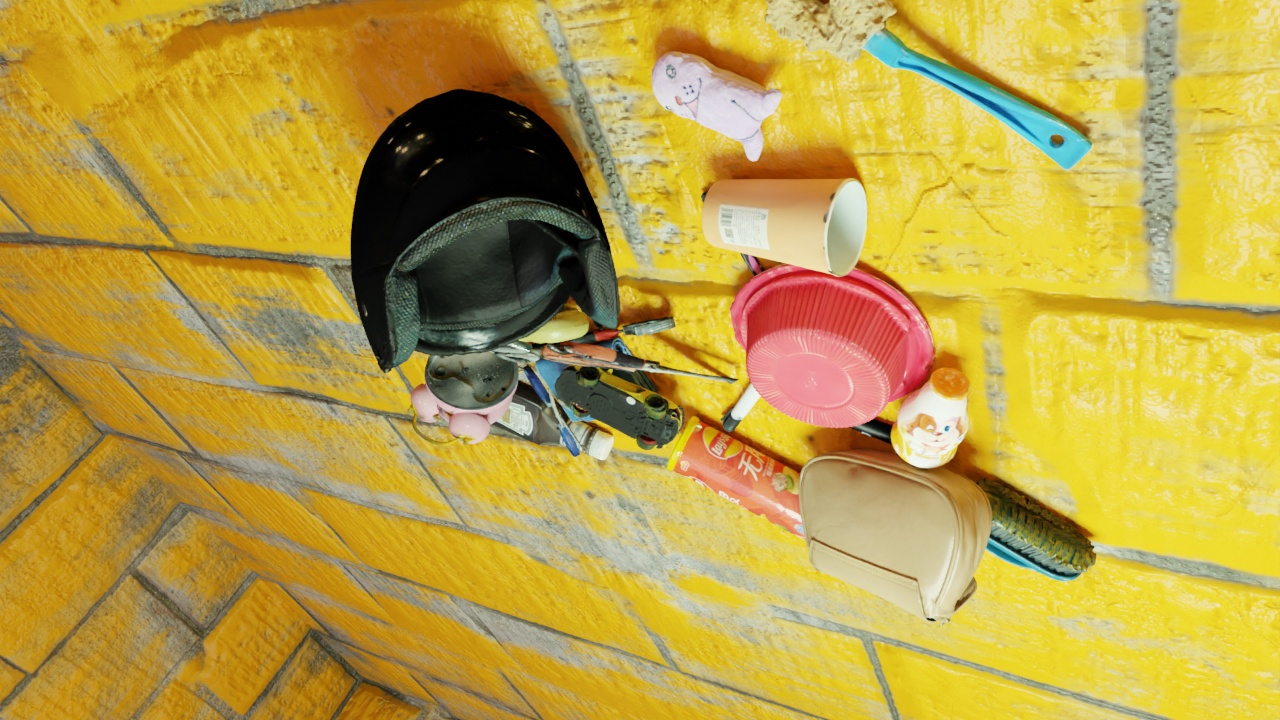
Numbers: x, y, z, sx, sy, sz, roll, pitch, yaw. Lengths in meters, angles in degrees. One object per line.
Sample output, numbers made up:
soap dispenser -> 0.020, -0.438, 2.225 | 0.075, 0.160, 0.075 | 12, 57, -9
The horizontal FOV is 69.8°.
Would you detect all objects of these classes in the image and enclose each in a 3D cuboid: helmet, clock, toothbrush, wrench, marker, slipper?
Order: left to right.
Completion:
clock -> -0.224, 0.043, 1.161 | 0.117, 0.158, 0.060 | 27, 143, 11
helmet -> -0.153, -0.108, 0.859 | 0.275, 0.233, 0.230 | 128, 130, -64
slipper -> -0.137, -0.067, 1.038 | 0.191, 0.091, 0.082 | 12, 106, 38
wrench -> -0.056, -0.026, 1.044 | 0.274, 0.056, 0.016 | -8, 96, 49
marker -> 0.117, 0.043, 1.012 | 0.022, 0.018, 0.131 | 38, 147, 9
toothbrush -> 0.108, -0.085, 0.864 | 0.018, 0.014, 0.189 | 12, 145, 55
marker -> 0.240, 0.068, 0.943 | 0.132, 0.020, 0.022 | 22, 116, 17

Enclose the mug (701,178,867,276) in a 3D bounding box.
mug -> 0.117, -0.116, 0.766 | 0.123, 0.078, 0.078 | 12, 141, 34

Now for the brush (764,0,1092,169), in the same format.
brush -> 0.195, -0.206, 0.627 | 0.254, 0.045, 0.083 | 30, 142, -3

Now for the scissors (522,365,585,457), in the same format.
scissors -> -0.102, 0.070, 1.134 | 0.173, 0.012, 0.162 | 47, 163, 46

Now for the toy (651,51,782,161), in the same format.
toy -> 0.057, -0.207, 0.730 | 0.108, 0.038, 0.084 | 26, 154, 8

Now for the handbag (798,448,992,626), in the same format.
handbag -> 0.257, 0.168, 0.934 | 0.205, 0.099, 0.148 | 16, 102, 55

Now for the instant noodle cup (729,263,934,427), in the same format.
instant noodle cup -> 0.170, -0.001, 0.859 | 0.194, 0.065, 0.194 | 18, 144, 13

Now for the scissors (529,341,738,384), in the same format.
scissors -> -0.008, 0.004, 0.974 | 0.196, 0.015, 0.215 | 4, 172, 36

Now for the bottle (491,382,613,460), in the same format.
bottle -> -0.130, 0.081, 1.235 | 0.195, 0.043, 0.080 | 22, 135, 14

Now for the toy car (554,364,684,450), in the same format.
toy car -> -0.025, 0.048, 1.055 | 0.156, 0.041, 0.071 | 23, 134, 10

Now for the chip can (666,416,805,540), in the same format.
chip can -> 0.140, 0.145, 1.073 | 0.216, 0.073, 0.073 | 28, 146, 7

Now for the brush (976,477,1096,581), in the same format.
brush -> 0.381, 0.177, 0.931 | 0.144, 0.055, 0.074 | 30, 146, 4

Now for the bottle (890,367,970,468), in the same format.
bottle -> 0.274, 0.052, 0.855 | 0.063, 0.063, 0.109 | 22, 145, 16

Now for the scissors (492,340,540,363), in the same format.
scissors -> -0.105, -0.009, 1.056 | 0.136, 0.014, 0.175 | 25, 160, -31

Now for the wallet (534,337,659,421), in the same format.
wallet -> -0.051, 0.026, 1.106 | 0.133, 0.040, 0.106 | -13, 123, 39
